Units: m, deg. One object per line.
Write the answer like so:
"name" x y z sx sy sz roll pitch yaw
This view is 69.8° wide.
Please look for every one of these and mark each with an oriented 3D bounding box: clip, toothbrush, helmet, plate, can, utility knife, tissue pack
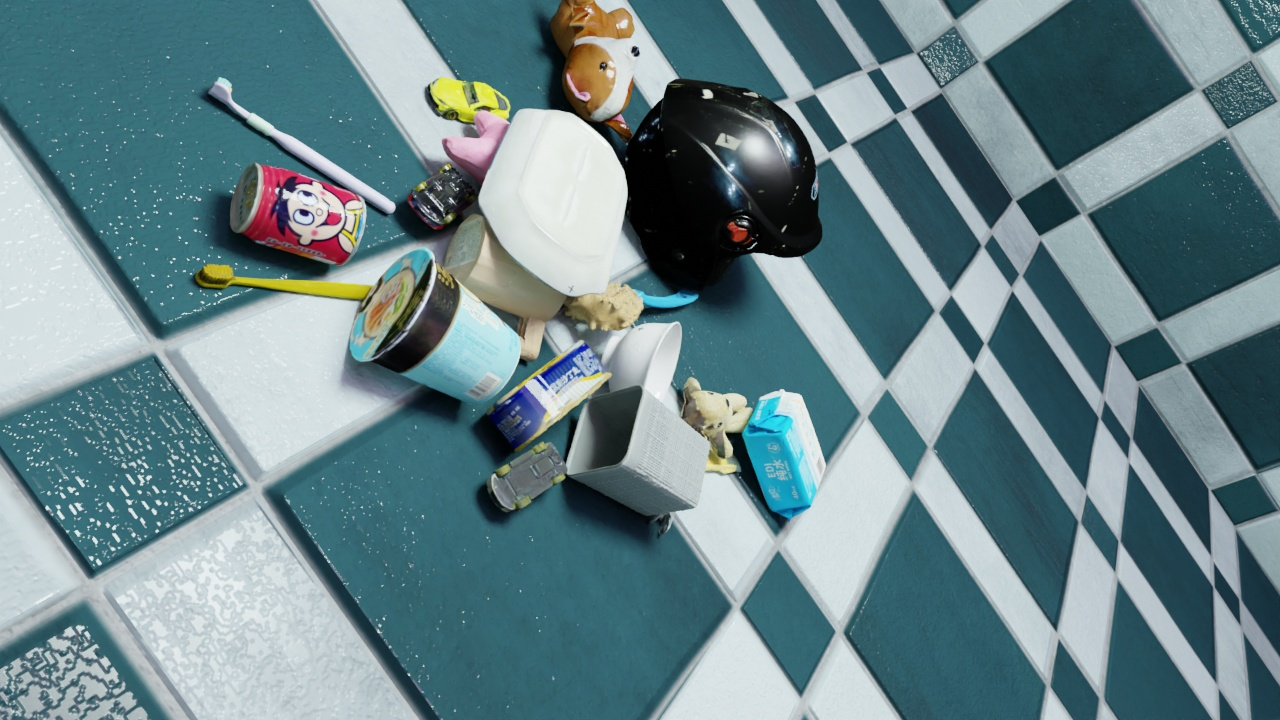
"clip" 0.027 0.157 0.968 0.033 0.025 0.057 43 45 -11
"toothbrush" -0.282 -0.065 0.788 0.189 0.017 0.015 3 63 -47
"helmet" 0.109 -0.234 1.177 0.275 0.231 0.232 13 42 7
"plate" -0.076 -0.176 0.953 0.162 0.034 0.265 37 38 -22
"toothbrush" -0.309 -0.195 0.854 0.189 0.029 0.021 35 82 -28
"can" -0.087 0.032 0.889 0.049 0.075 0.147 52 37 -2
"utility knife" 0.046 0.114 1.031 0.206 0.021 0.031 3 62 -41
"can" -0.291 -0.124 0.781 0.093 0.067 0.066 16 53 -41
"tissue pack" 0.173 0.113 1.109 0.089 0.063 0.140 -53 126 -52

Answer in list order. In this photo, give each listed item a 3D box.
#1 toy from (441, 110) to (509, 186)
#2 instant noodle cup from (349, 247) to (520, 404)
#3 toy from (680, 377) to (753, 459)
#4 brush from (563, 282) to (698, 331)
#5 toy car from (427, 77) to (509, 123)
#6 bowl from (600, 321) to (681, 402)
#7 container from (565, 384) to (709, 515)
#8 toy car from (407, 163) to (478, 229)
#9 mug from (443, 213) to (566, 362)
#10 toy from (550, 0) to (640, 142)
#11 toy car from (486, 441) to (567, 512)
"toy" -0.131 -0.196 1.005 0.194 0.075 0.178 27 38 -30
"instant noodle cup" -0.174 -0.022 0.814 0.120 0.111 0.111 36 41 -37
"toy" 0.093 0.062 1.075 0.157 0.066 0.105 5 62 -64
"brush" 0.001 -0.069 1.080 0.254 0.083 0.046 -12 116 -59
"toy car" -0.194 -0.298 1.048 0.105 0.032 0.048 -4 67 -48
"bowl" -0.006 0.006 0.995 0.065 0.118 0.118 18 36 14
"container" 0.002 0.096 0.918 0.114 0.090 0.090 36 54 -33
"toy car" -0.204 -0.165 0.935 0.049 0.031 0.106 47 27 -13
"mug" -0.137 -0.072 0.917 0.103 0.084 0.124 21 76 -36
"toy" -0.053 -0.398 1.215 0.140 0.131 0.199 23 58 -45
"toy car" -0.106 0.108 0.843 0.042 0.035 0.090 57 37 2
